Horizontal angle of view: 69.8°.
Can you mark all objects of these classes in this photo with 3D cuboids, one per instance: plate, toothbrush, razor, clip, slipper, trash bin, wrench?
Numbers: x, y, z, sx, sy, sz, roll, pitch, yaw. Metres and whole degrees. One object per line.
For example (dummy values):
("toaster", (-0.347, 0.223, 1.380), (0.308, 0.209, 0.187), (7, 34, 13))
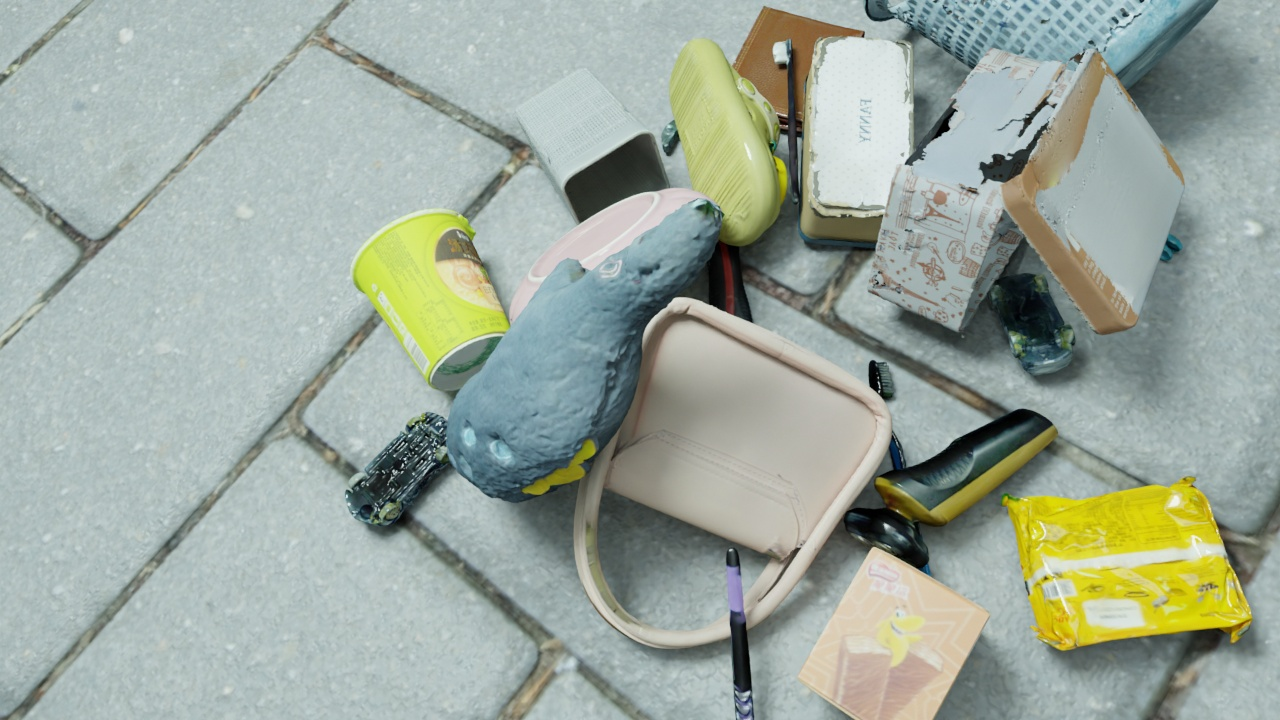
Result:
("plate", (-0.028, -0.083, 0.720), (0.193, 0.039, 0.192), (-29, 21, 12))
("toothbrush", (0.067, 0.218, 0.597), (0.014, 0.016, 0.189), (-5, 83, 8))
("razor", (0.219, 0.085, 0.633), (0.167, 0.062, 0.067), (-29, 97, -16))
("clip", (0.390, -0.098, 0.708), (0.040, 0.014, 0.056), (-42, 63, -8))
("slipper", (0.084, -0.188, 0.770), (0.081, 0.092, 0.190), (-7, 67, -24))
("toothbrush", (0.127, -0.207, 0.786), (0.018, 0.016, 0.180), (-4, 62, 10))
("trash bin", (0.325, -0.298, 0.718), (0.226, 0.227, 0.195), (-38, 78, -7))
("wrench", (0.064, -0.104, 0.786), (0.056, 0.016, 0.273), (-12, 63, 4))
("toothbrush", (0.192, 0.084, 0.667), (0.016, 0.014, 0.189), (1, 63, -15))

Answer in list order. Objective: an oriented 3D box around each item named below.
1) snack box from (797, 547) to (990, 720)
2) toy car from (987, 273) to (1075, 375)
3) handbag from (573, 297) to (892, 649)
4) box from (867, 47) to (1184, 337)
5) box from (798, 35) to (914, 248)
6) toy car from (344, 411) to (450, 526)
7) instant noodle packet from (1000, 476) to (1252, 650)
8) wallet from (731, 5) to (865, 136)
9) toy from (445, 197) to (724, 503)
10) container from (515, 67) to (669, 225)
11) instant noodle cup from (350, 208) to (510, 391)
("snack box", (0.159, 0.183, 0.576), (0.077, 0.093, 0.094), (29, 81, 25))
("toy car", (0.291, -0.028, 0.685), (0.043, 0.034, 0.090), (-16, 48, 12))
("handbag", (0.045, 0.089, 0.639), (0.193, 0.093, 0.234), (24, 86, -6))
("box", (0.288, -0.113, 0.645), (0.178, 0.153, 0.182), (29, 59, 22))
("box", (0.178, -0.176, 0.756), (0.090, 0.061, 0.184), (7, 73, 4))
("toy car", (-0.191, 0.090, 0.744), (0.049, 0.031, 0.105), (38, 77, 27))
("instant noodle packet", (0.310, 0.133, 0.597), (0.128, 0.044, 0.110), (-6, 57, 6))
("wallet", (0.138, -0.265, 0.840), (0.101, 0.032, 0.124), (19, 71, 18))
("toy", (-0.063, 0.019, 0.597), (0.091, 0.358, 0.137), (28, 52, -18))
("container", (-0.046, -0.186, 0.812), (0.090, 0.090, 0.114), (-32, 59, -4))
("instant noodle cup", (-0.165, -0.044, 0.768), (0.111, 0.112, 0.123), (-32, 70, -3))
